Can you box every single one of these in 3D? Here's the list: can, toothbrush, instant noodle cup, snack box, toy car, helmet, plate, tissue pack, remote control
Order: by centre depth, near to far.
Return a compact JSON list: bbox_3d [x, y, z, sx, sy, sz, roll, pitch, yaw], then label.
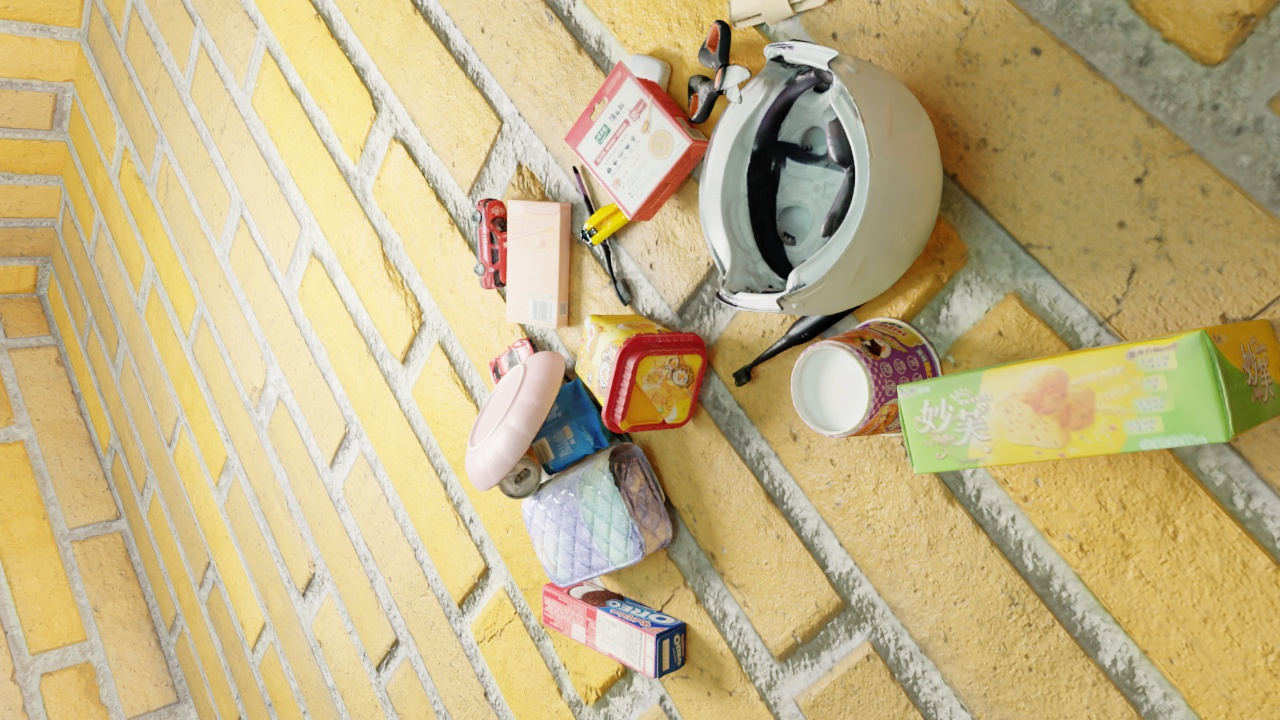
[{"bbox_3d":[0.315,0.026,0.648,0.211,0.157,0.070,-14,84,46],"label":"snack box"},{"bbox_3d":[0.160,-0.146,0.781,0.259,0.145,0.229,-150,68,-69],"label":"helmet"},{"bbox_3d":[0.194,0.019,0.813,0.112,0.099,0.111,7,100,44],"label":"instant noodle cup"},{"bbox_3d":[0.160,-0.029,0.891,0.213,0.026,0.027,-40,48,42],"label":"toothbrush"},{"bbox_3d":[-0.005,-0.234,0.985,0.127,0.044,0.113,52,122,15],"label":"snack box"},{"bbox_3d":[-0.006,0.006,1.013,0.124,0.115,0.116,40,124,48],"label":"instant noodle cup"},{"bbox_3d":[-0.004,-0.270,1.023,0.056,0.020,0.136,35,120,37],"label":"remote control"},{"bbox_3d":[-0.047,-0.151,1.091,0.017,0.014,0.189,-30,75,36],"label":"toothbrush"},{"bbox_3d":[-0.160,0.065,1.110,0.193,0.039,0.192,-48,21,25],"label":"plate"},{"bbox_3d":[-0.036,0.324,1.125,0.208,0.057,0.058,9,101,44],"label":"snack box"},{"bbox_3d":[-0.092,0.081,1.134,0.158,0.052,0.095,-32,85,52],"label":"tissue pack"},{"bbox_3d":[-0.069,0.048,1.144,0.181,0.018,0.016,42,116,31],"label":"toothbrush"},{"bbox_3d":[-0.130,-0.122,1.158,0.085,0.026,0.157,10,104,30],"label":"snack box"},{"bbox_3d":[-0.169,0.127,1.187,0.146,0.058,0.058,-139,52,-67],"label":"can"},{"bbox_3d":[-0.191,-0.154,1.210,0.045,0.052,0.120,1,105,24],"label":"toy car"},{"bbox_3d":[-0.169,0.005,1.224,0.107,0.031,0.049,-30,76,47],"label":"toy car"}]

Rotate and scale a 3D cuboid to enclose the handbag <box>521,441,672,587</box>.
[{"bbox_3d":[-0.054,0.189,1.107,0.194,0.075,0.134,-29,83,42],"label":"handbag"}]

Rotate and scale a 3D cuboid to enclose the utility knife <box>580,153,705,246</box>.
[{"bbox_3d":[0.000,-0.186,1.028,0.207,0.015,0.033,-32,80,37],"label":"utility knife"}]

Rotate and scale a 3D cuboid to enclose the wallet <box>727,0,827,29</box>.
[{"bbox_3d":[0.129,-0.366,0.871,0.115,0.024,0.087,1,98,44],"label":"wallet"}]

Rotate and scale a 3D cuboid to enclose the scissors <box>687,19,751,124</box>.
[{"bbox_3d":[0.076,-0.277,0.850,0.234,0.021,0.162,163,118,-79],"label":"scissors"}]
